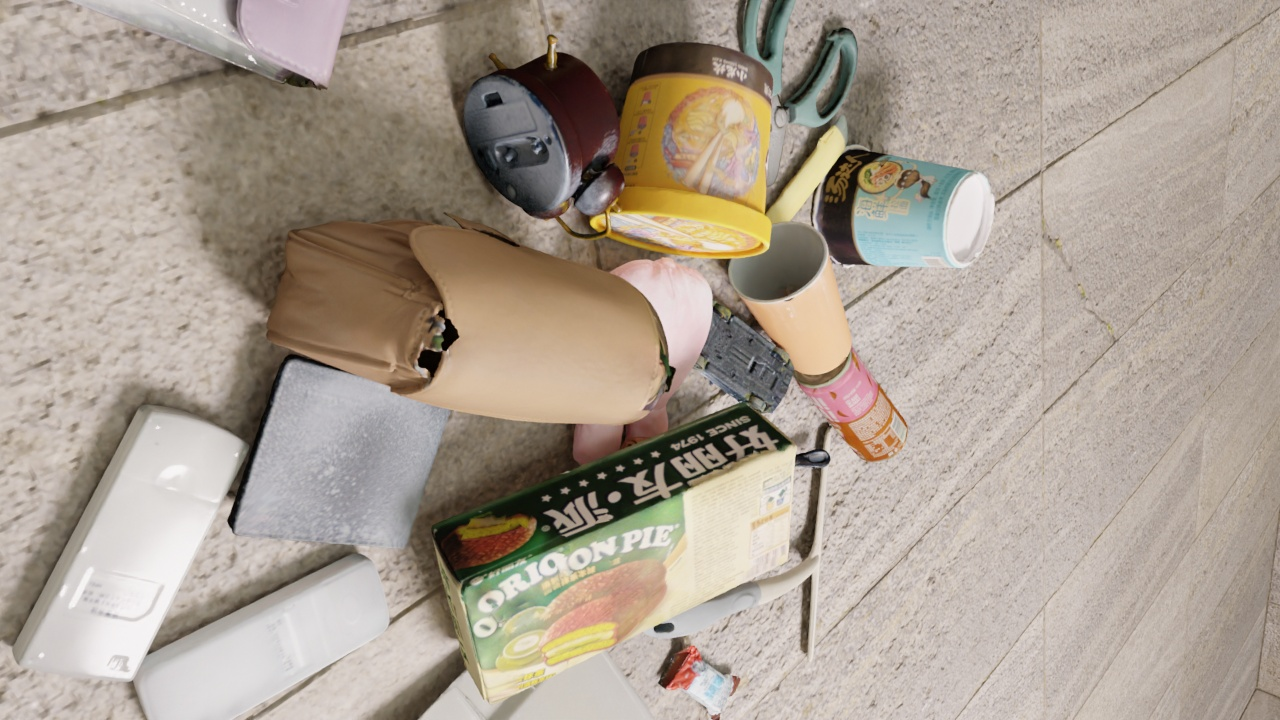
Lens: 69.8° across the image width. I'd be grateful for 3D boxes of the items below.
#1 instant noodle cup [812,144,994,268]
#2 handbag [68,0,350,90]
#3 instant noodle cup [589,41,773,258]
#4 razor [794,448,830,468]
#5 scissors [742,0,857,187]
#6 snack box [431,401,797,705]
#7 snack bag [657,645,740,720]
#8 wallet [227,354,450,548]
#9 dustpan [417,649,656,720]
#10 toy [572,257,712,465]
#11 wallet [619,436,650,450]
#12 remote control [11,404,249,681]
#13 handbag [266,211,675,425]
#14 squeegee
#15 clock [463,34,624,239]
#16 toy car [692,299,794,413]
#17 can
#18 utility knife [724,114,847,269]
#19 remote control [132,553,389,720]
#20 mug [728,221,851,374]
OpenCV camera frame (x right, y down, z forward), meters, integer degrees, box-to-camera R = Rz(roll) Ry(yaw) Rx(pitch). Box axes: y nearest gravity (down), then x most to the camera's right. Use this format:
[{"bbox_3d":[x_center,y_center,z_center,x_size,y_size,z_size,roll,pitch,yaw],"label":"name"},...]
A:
[{"bbox_3d":[0.228,-0.127,0.782,0.111,0.121,0.111,-14,111,-41],"label":"instant noodle cup"},{"bbox_3d":[-0.175,-0.234,0.388,0.144,0.098,0.197,13,92,-51],"label":"handbag"},{"bbox_3d":[0.033,-0.135,0.602,0.118,0.119,0.114,13,83,-45],"label":"instant noodle cup"},{"bbox_3d":[0.115,0.088,0.800,0.142,0.022,0.042,2,72,-39],"label":"razor"},{"bbox_3d":[0.128,-0.221,0.733,0.176,0.019,0.174,-7,105,-44],"label":"scissors"},{"bbox_3d":[-0.010,0.124,0.611,0.239,0.063,0.115,-20,128,-22],"label":"snack box"},{"bbox_3d":[0.056,0.281,0.797,0.105,0.026,0.045,47,68,-42],"label":"snack bag"},{"bbox_3d":[-0.165,0.055,0.519,0.120,0.019,0.097,22,84,-54],"label":"wallet"},{"bbox_3d":[-0.068,0.336,0.655,0.257,0.143,0.222,47,53,1],"label":"dustpan"},{"bbox_3d":[-0.004,0.004,0.644,0.121,0.054,0.160,-5,117,-43],"label":"toy"},{"bbox_3d":[0.022,0.105,0.692,0.131,0.031,0.108,6,115,-45],"label":"wallet"},{"bbox_3d":[-0.249,0.090,0.455,0.056,0.019,0.135,31,79,-44],"label":"remote control"},{"bbox_3d":[-0.084,-0.023,0.492,0.204,0.148,0.100,11,95,-49],"label":"handbag"},{"bbox_3d":[0.101,0.200,0.810,0.246,0.039,0.247,-10,108,-42],"label":"squeegee"},{"bbox_3d":[-0.053,-0.124,0.541,0.055,0.082,0.122,-42,121,-36],"label":"clock"},{"bbox_3d":[0.074,-0.002,0.731,0.120,0.037,0.054,35,77,-33],"label":"toy car"},{"bbox_3d":[0.194,0.037,0.840,0.147,0.058,0.057,45,70,-41],"label":"can"},{"bbox_3d":[0.124,-0.134,0.754,0.175,0.019,0.031,-54,129,-20],"label":"utility knife"},{"bbox_3d":[-0.207,0.159,0.515,0.135,0.020,0.056,-25,117,-37],"label":"remote control"},{"bbox_3d":[0.128,-0.044,0.742,0.078,0.078,0.123,-57,142,-16],"label":"mug"}]
